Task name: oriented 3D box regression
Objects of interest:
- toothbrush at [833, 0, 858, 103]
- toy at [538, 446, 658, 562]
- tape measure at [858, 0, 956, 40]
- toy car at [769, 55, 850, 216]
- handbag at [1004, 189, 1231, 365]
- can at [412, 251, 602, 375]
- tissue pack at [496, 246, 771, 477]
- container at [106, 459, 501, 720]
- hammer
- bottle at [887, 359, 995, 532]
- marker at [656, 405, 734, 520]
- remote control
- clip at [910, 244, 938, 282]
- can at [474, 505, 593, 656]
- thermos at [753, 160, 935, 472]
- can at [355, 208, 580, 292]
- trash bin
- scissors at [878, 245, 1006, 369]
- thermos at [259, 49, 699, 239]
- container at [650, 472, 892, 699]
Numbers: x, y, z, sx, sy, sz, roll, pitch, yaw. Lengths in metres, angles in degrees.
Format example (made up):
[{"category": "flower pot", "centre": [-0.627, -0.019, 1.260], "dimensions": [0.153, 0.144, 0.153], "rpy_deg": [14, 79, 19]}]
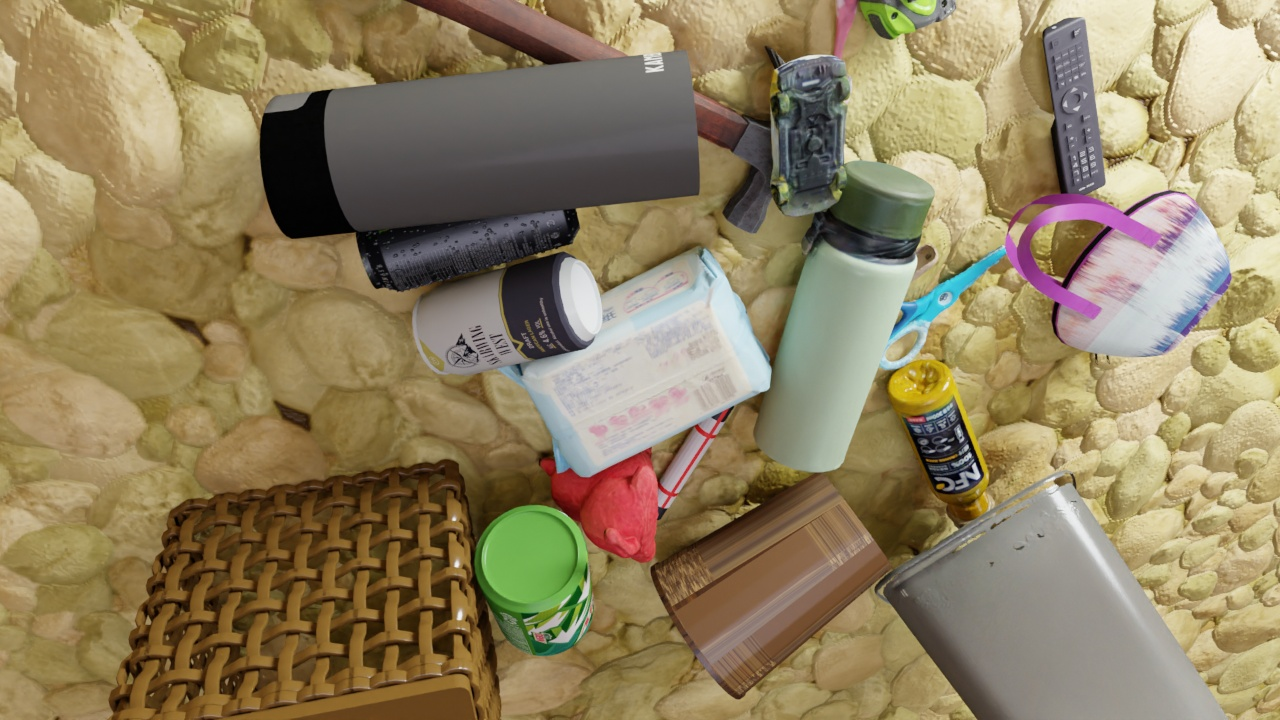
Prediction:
[{"category": "toothbrush", "centre": [0.129, -0.228, 0.580], "dimensions": [0.021, 0.016, 0.135], "rpy_deg": [-18, 126, -19]}, {"category": "toy", "centre": [-0.032, 0.117, 0.703], "dimensions": [0.094, 0.132, 0.088], "rpy_deg": [-3, 113, -1]}, {"category": "tape measure", "centre": [0.165, -0.234, 0.565], "dimensions": [0.058, 0.036, 0.066], "rpy_deg": [-35, 126, -13]}, {"category": "toy car", "centre": [0.105, -0.143, 0.586], "dimensions": [0.048, 0.033, 0.106], "rpy_deg": [-16, 130, -9]}, {"category": "handbag", "centre": [0.354, -0.074, 0.706], "dimensions": [0.170, 0.068, 0.145], "rpy_deg": [19, 117, -22]}, {"category": "can", "centre": [-0.094, -0.028, 0.612], "dimensions": [0.127, 0.064, 0.064], "rpy_deg": [-12, 127, 19]}, {"category": "tissue pack", "centre": [-0.004, 0.004, 0.668], "dimensions": [0.182, 0.070, 0.112], "rpy_deg": [-26, 124, 6]}, {"category": "container", "centre": [-0.223, 0.253, 0.685], "dimensions": [0.219, 0.214, 0.252], "rpy_deg": [-8, 124, -9]}, {"category": "hammer", "centre": [-0.024, -0.182, 0.567], "dimensions": [0.300, 0.028, 0.111], "rpy_deg": [19, 117, -24]}, {"category": "bottle", "centre": [0.265, 0.081, 0.790], "dimensions": [0.053, 0.053, 0.186], "rpy_deg": [-29, 124, 6]}, {"category": "marker", "centre": [0.044, 0.072, 0.752], "dimensions": [0.019, 0.019, 0.146], "rpy_deg": [19, 116, -24]}, {"category": "remote control", "centre": [0.309, -0.177, 0.657], "dimensions": [0.032, 0.015, 0.136], "rpy_deg": [-26, 124, 4]}, {"category": "clip", "centre": [0.199, -0.070, 0.697], "dimensions": [0.039, 0.024, 0.060], "rpy_deg": [12, 128, -17]}, {"category": "can", "centre": [-0.080, 0.178, 0.725], "dimensions": [0.083, 0.083, 0.144], "rpy_deg": [-11, 149, -7]}, {"category": "thermos", "centre": [0.144, -0.031, 0.676], "dimensions": [0.082, 0.082, 0.232], "rpy_deg": [3, 122, -16]}, {"category": "can", "centre": [-0.109, -0.084, 0.593], "dimensions": [0.137, 0.054, 0.054], "rpy_deg": [-16, 124, -3]}, {"category": "trash bin", "centre": [0.351, 0.247, 0.779], "dimensions": [0.198, 0.220, 0.197], "rpy_deg": [-35, 151, 11]}, {"category": "scissors", "centre": [0.234, -0.046, 0.727], "dimensions": [0.135, 0.015, 0.066], "rpy_deg": [-37, 121, 14]}, {"category": "thermos", "centre": [-0.090, -0.124, 0.533], "dimensions": [0.240, 0.082, 0.082], "rpy_deg": [-6, 124, 1]}, {"category": "container", "centre": [0.114, 0.182, 0.781], "dimensions": [0.167, 0.132, 0.132], "rpy_deg": [-36, 123, 3]}]
